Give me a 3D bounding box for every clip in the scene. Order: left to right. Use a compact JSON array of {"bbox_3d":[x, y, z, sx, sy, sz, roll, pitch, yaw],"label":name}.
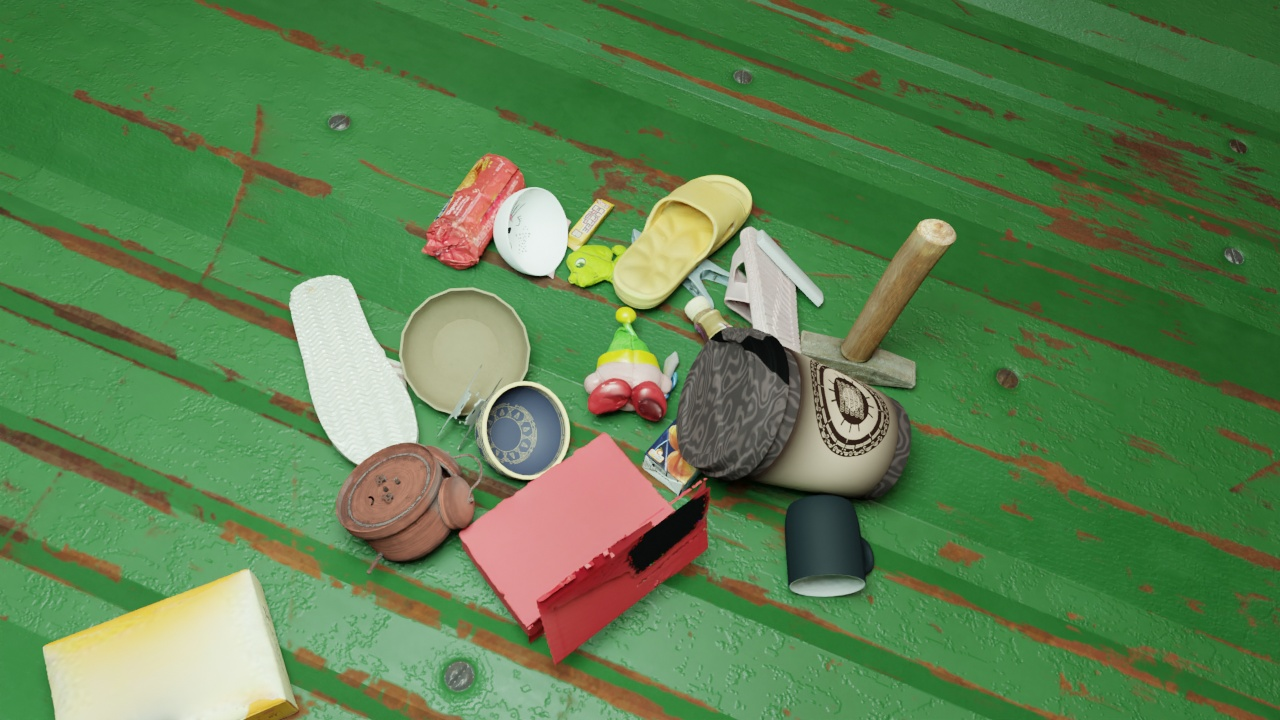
[{"bbox_3d":[-0.194,0.057,1.063,0.056,0.056,0.102,26,85,49],"label":"clip"},{"bbox_3d":[0.046,-0.123,1.243,0.163,0.028,0.112,38,63,15],"label":"clip"}]

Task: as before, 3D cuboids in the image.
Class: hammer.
[{"bbox_3d":[0.296,-0.062,1.082,0.158,0.301,0.037,13,59,-1],"label":"hammer"}]

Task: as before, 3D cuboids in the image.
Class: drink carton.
[{"bbox_3d":[0.066,0.095,1.111,0.064,0.040,0.129,38,62,13],"label":"drink carton"}]

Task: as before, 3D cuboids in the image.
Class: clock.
[{"bbox_3d":[-0.244,0.148,0.992,0.157,0.072,0.120,-32,41,-9],"label":"clock"}]

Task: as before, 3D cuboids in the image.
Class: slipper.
[{"bbox_3d":[-0.341,0.015,1.095,0.115,0.052,0.262,-21,69,-21],"label":"slipper"},{"bbox_3d":[0.057,-0.176,1.214,0.099,0.079,0.262,33,61,15],"label":"slipper"},{"bbox_3d":[0.155,-0.071,1.193,0.094,0.065,0.238,34,37,-34],"label":"slipper"}]

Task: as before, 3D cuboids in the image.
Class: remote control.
[{"bbox_3d":[0.201,-0.124,1.228,0.131,0.012,0.033,42,30,-22],"label":"remote control"}]

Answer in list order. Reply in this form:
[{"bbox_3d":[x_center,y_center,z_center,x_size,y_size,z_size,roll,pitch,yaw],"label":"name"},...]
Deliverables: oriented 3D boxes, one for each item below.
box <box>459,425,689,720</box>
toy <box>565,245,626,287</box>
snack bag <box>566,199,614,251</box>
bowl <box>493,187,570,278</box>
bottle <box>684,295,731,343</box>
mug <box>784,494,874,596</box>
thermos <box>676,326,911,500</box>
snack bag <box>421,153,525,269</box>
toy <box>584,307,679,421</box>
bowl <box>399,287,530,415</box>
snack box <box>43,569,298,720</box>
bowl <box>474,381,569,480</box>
[{"bbox_3d":[-0.069,0.264,1.104,0.216,0.352,0.198,-34,66,-23],"label":"box"},{"bbox_3d":[-0.052,-0.125,1.226,0.093,0.036,0.094,28,54,5],"label":"toy"},{"bbox_3d":[-0.070,-0.189,1.268,0.026,0.020,0.099,31,61,9],"label":"snack bag"},{"bbox_3d":[-0.152,-0.168,1.206,0.051,0.115,0.114,4,52,37],"label":"bowl"},{"bbox_3d":[0.114,-0.013,1.169,0.059,0.060,0.166,-28,67,-22],"label":"bottle"},{"bbox_3d":[0.222,0.215,1.048,0.121,0.085,0.094,20,55,-29],"label":"mug"},{"bbox_3d":[0.178,0.072,1.046,0.226,0.173,0.172,18,57,-23],"label":"thermos"},{"bbox_3d":[-0.216,-0.199,1.220,0.082,0.082,0.176,24,60,6],"label":"snack bag"},{"bbox_3d":[-0.007,0.007,1.129,0.124,0.097,0.131,4,36,-9],"label":"toy"},{"bbox_3d":[-0.211,-0.011,1.108,0.152,0.050,0.152,0,91,-10],"label":"bowl"},{"bbox_3d":[-0.455,0.309,0.891,0.195,0.081,0.145,-20,64,-18],"label":"snack box"},{"bbox_3d":[-0.146,0.084,1.069,0.112,0.061,0.112,8,77,-35],"label":"bowl"}]
